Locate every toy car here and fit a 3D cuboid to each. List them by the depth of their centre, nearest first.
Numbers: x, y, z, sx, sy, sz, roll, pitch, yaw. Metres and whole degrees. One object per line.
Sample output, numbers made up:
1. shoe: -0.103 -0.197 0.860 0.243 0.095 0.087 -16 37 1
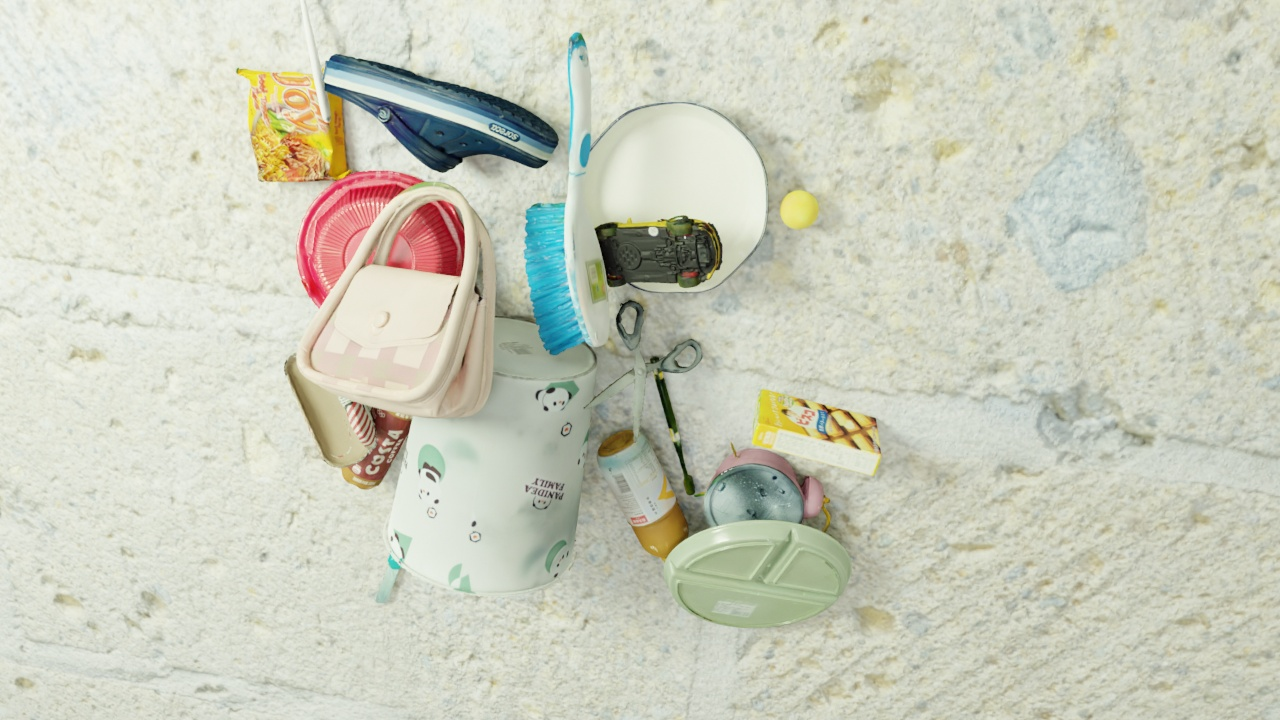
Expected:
1. toy car: 0.008 -0.114 0.954 0.156 0.041 0.071 0 115 27

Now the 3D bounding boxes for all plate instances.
1. plate: 0.035 -0.172 0.974 0.205 0.045 0.205 4 115 9
2. plate: 0.143 0.268 1.119 0.230 0.027 0.231 2 136 1

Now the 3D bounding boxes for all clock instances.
1. clock: 0.154 0.172 1.103 0.158 0.059 0.117 30 115 -3

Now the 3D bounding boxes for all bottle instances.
1. bottle: 0.011 0.176 1.125 0.068 0.067 0.189 -19 110 18
2. bottle: -0.316 0.084 1.147 0.057 0.057 0.175 33 115 -6

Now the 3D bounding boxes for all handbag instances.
1. handbag: -0.228 -0.065 0.919 0.194 0.093 0.234 10 83 30

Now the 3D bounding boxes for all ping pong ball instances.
1. ping pong ball: 0.166 -0.157 0.959 0.040 0.040 0.040 4 115 8

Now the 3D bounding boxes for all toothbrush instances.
1. toothbrush: -0.341 -0.340 0.958 0.016 0.016 0.180 -7 98 7
2. toothbrush: 0.040 0.080 1.107 0.012 0.017 0.186 -10 110 17

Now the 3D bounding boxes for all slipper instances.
1. slipper: -0.214 -0.245 0.950 0.253 0.105 0.095 20 109 3

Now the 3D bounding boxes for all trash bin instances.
1. trash bin: -0.162 0.096 1.044 0.229 0.229 0.252 14 110 4

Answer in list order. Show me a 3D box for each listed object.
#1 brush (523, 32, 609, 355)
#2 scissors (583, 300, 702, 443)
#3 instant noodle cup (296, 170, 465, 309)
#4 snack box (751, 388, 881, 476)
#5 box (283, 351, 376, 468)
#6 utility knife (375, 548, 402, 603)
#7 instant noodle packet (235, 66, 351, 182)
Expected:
1. brush: -0.074 -0.160 0.932 0.110 0.060 0.314 1 106 40
2. scissors: 0.000 0.007 1.013 0.159 0.180 0.014 63 145 17
3. instant noodle cup: -0.284 -0.114 1.012 0.193 0.066 0.194 -2 100 -9
4. snack box: 0.198 0.080 1.037 0.140 0.086 0.034 13 116 5
5. box: -0.368 0.042 1.099 0.162 0.076 0.088 62 149 17
6. utility knife: -0.325 0.252 1.250 0.029 0.013 0.223 25 114 -4
7. instant noodle packet: -0.380 -0.260 1.010 0.111 0.044 0.128 2 114 5
